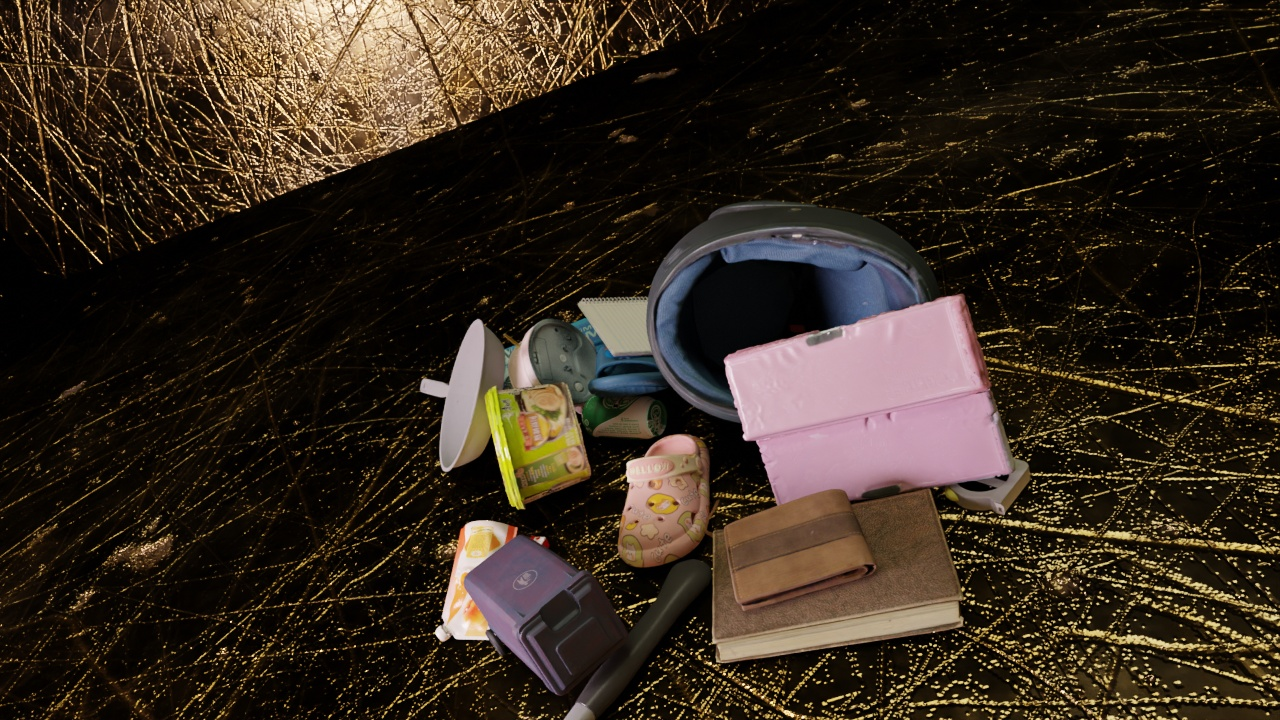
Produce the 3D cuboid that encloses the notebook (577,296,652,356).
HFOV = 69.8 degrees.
[{"bbox_3d":[0.058,-0.049,1.196,0.245,0.013,0.178,-3,25,-18],"label":"notebook"}]

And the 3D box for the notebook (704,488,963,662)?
[{"bbox_3d":[0.165,0.177,0.833,0.216,0.034,0.189,-15,30,14],"label":"notebook"}]

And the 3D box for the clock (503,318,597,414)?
[{"bbox_3d":[-0.099,0.012,1.182,0.157,0.116,0.059,6,-27,-45],"label":"clock"}]

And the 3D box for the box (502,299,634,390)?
[{"bbox_3d":[-0.112,-0.023,1.315,0.243,0.071,0.170,-21,29,2],"label":"box"}]

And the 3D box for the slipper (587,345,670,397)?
[{"bbox_3d":[-0.007,0.007,1.142,0.104,0.059,0.213,-2,7,6],"label":"slipper"}]

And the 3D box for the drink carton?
[{"bbox_3d":[-0.171,0.232,0.956,0.069,0.039,0.122,-5,56,19],"label":"drink carton"}]

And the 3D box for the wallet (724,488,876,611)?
[{"bbox_3d":[0.136,0.165,0.809,0.121,0.027,0.098,-19,30,7],"label":"wallet"}]

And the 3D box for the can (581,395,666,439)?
[{"bbox_3d":[-0.022,0.069,1.118,0.101,0.053,0.053,-1,36,34],"label":"can"}]

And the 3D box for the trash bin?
[{"bbox_3d":[-0.089,0.229,0.838,0.093,0.092,0.161,-36,21,-22],"label":"trash bin"}]

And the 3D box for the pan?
[{"bbox_3d":[-0.253,0.045,1.267,0.050,0.200,0.357,13,-4,-21],"label":"pan"}]

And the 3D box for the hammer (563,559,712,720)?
[{"bbox_3d":[-0.031,0.287,0.795,0.125,0.029,0.309,7,41,43],"label":"hammer"}]

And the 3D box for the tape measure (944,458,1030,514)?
[{"bbox_3d":[0.320,0.113,0.850,0.064,0.017,0.065,-40,34,-28],"label":"tape measure"}]

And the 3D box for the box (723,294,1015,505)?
[{"bbox_3d":[0.207,0.049,0.851,0.233,0.179,0.039,-17,6,27],"label":"box"}]

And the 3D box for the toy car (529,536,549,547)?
[{"bbox_3d":[-0.141,0.208,1.001,0.090,0.025,0.038,-1,36,34],"label":"toy car"}]

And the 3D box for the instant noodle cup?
[{"bbox_3d":[-0.117,0.093,1.066,0.098,0.146,0.146,-13,29,-7],"label":"instant noodle cup"}]

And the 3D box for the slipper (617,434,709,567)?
[{"bbox_3d":[0.025,0.128,0.965,0.093,0.081,0.196,-10,30,20],"label":"slipper"}]

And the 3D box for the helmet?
[{"bbox_3d":[0.169,-0.054,1.001,0.317,0.249,0.235,-5,6,23],"label":"helmet"}]
